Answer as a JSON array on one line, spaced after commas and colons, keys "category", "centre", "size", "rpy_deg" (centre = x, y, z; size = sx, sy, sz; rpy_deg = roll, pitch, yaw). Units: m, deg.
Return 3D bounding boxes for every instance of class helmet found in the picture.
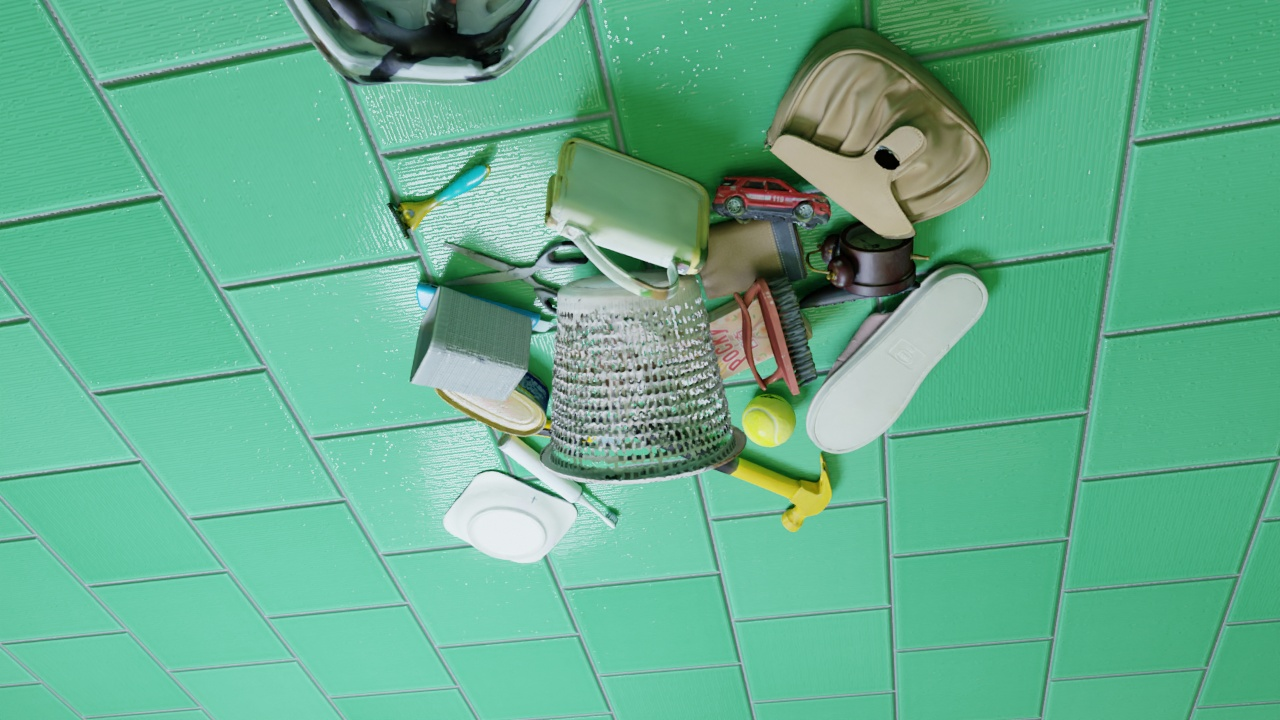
[{"category": "helmet", "centre": [-0.164, -0.350, 0.738], "size": [0.259, 0.145, 0.229], "rpy_deg": [-16, 129, 5]}]

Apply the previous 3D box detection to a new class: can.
[{"category": "can", "centre": [-0.180, 0.036, 1.126], "size": [0.148, 0.049, 0.075], "rpy_deg": [29, 125, -20]}]

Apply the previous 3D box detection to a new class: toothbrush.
[{"category": "toothbrush", "centre": [-0.107, 0.168, 1.248], "size": [0.221, 0.026, 0.027], "rpy_deg": [42, 158, -28]}]

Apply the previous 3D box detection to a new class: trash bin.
[{"category": "trash bin", "centre": [-0.006, 0.007, 0.986], "size": [0.227, 0.227, 0.192], "rpy_deg": [-4, 102, 6]}]

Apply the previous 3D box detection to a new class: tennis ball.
[{"category": "tennis ball", "centre": [0.158, 0.074, 1.133], "size": [0.065, 0.065, 0.066], "rpy_deg": [1, 130, 1]}]

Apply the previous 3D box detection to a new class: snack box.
[{"category": "snack box", "centre": [0.113, -0.028, 1.074], "size": [0.158, 0.026, 0.084], "rpy_deg": [-27, 124, 22]}]

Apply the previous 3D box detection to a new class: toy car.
[{"category": "toy car", "centre": [0.134, -0.161, 0.932], "size": [0.121, 0.053, 0.045], "rpy_deg": [11, 91, 15]}]

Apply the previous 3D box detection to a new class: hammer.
[{"category": "hammer", "centre": [0.121, 0.137, 1.208], "size": [0.300, 0.032, 0.129], "rpy_deg": [23, 127, -16]}]

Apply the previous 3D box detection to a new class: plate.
[{"category": "plate", "centre": [-0.188, 0.236, 1.304], "size": [0.164, 0.034, 0.164], "rpy_deg": [27, 126, -18]}]

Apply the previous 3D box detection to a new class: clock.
[{"category": "clock", "centre": [0.236, -0.107, 0.966], "size": [0.122, 0.081, 0.055], "rpy_deg": [-6, 125, 4]}]

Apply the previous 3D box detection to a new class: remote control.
[{"category": "remote control", "centre": [0.237, -0.078, 1.011], "size": [0.137, 0.053, 0.024], "rpy_deg": [-10, 96, 18]}]

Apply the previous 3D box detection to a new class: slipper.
[{"category": "slipper", "centre": [0.290, -0.002, 1.068], "size": [0.114, 0.054, 0.275], "rpy_deg": [25, 116, -22]}]

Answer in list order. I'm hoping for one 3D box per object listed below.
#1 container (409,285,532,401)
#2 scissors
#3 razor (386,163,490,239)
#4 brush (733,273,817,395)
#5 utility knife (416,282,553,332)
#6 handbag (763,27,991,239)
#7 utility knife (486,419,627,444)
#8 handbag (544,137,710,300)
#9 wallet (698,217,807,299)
[{"category": "container", "centre": [-0.189, -0.015, 1.039], "size": [0.114, 0.090, 0.090], "rpy_deg": [16, 143, -21]}, {"category": "scissors", "centre": [-0.133, -0.097, 1.038], "size": [0.179, 0.014, 0.159], "rpy_deg": [-25, 122, 24]}, {"category": "razor", "centre": [-0.207, -0.174, 0.964], "size": [0.133, 0.028, 0.043], "rpy_deg": [-25, 94, 24]}, {"category": "brush", "centre": [0.145, -0.030, 1.009], "size": [0.069, 0.063, 0.146], "rpy_deg": [-21, 128, 2]}, {"category": "utility knife", "centre": [-0.181, -0.058, 1.068], "size": [0.162, 0.018, 0.034], "rpy_deg": [14, 129, -11]}, {"category": "handbag", "centre": [0.226, -0.207, 0.871], "size": [0.204, 0.099, 0.148], "rpy_deg": [32, 126, -17]}, {"category": "utility knife", "centre": [-0.111, 0.090, 1.189], "size": [0.192, 0.015, 0.033], "rpy_deg": [10, 132, -6]}, {"category": "handbag", "centre": [-0.016, -0.126, 0.900], "size": [0.163, 0.178, 0.063], "rpy_deg": [17, 134, -14]}, {"category": "wallet", "centre": [0.117, -0.115, 0.998], "size": [0.115, 0.033, 0.090], "rpy_deg": [-14, 125, 15]}]
